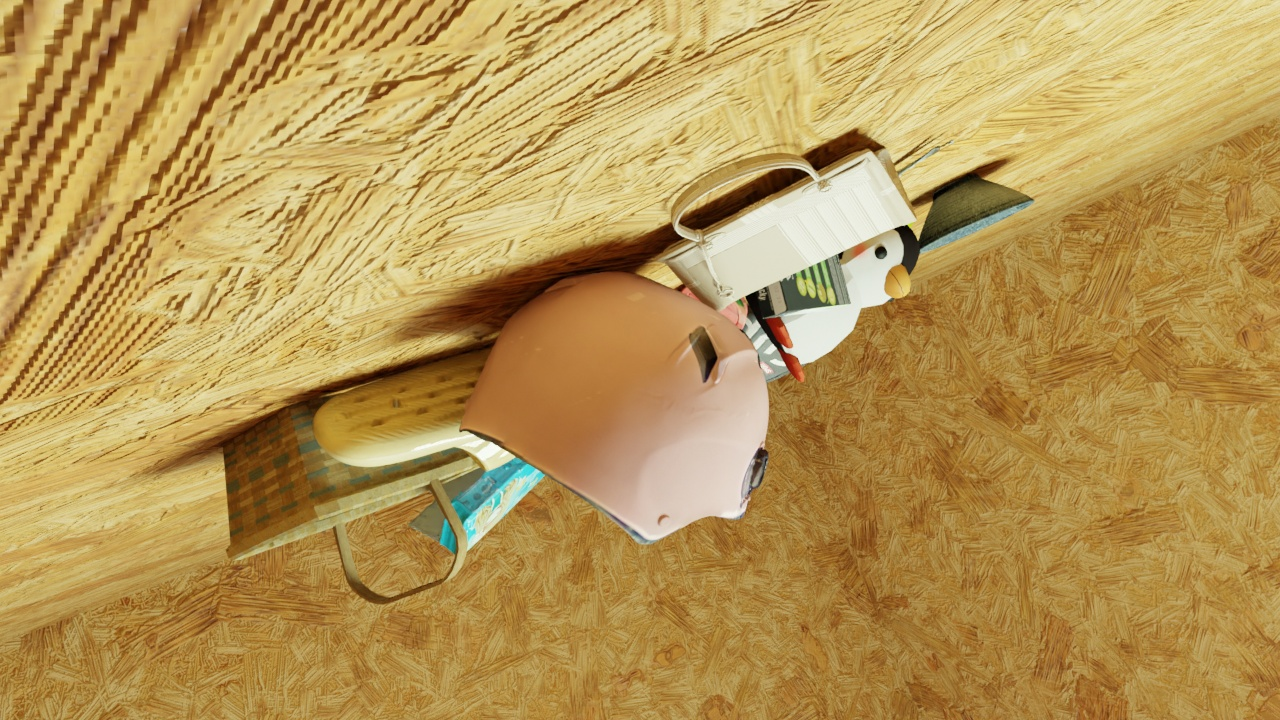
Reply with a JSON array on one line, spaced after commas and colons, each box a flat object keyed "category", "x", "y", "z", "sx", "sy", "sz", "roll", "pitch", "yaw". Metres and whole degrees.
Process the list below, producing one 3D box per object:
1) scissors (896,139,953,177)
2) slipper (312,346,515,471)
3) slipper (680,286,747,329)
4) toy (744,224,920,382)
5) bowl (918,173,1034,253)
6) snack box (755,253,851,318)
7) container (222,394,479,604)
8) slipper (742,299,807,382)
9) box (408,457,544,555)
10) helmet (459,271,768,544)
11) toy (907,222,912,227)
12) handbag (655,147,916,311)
[{"category": "scissors", "x": 0.205, "y": -0.153, "z": 0.807, "sx": 0.118, "sy": 0.014, "sz": 0.161, "roll": -23, "pitch": 178, "yaw": 3}, {"category": "slipper", "x": -0.158, "y": 0.051, "z": 0.810, "sx": 0.260, "sy": 0.111, "sz": 0.079, "roll": -14, "pitch": 132, "yaw": -37}, {"category": "slipper", "x": 0.046, "y": -0.015, "z": 1.047, "sx": 0.058, "sy": 0.103, "sz": 0.250, "roll": -55, "pitch": 179, "yaw": -45}, {"category": "toy", "x": 0.204, "y": -0.094, "z": 0.984, "sx": 0.184, "sy": 0.140, "sz": 0.159, "roll": -32, "pitch": 142, "yaw": 1}, {"category": "bowl", "x": 0.370, "y": -0.176, "z": 1.047, "sx": 0.137, "sy": 0.057, "sz": 0.137, "roll": -22, "pitch": 175, "yaw": -2}, {"category": "snack box", "x": 0.145, "y": -0.084, "z": 0.839, "sx": 0.025, "sy": 0.080, "sz": 0.147, "roll": -16, "pitch": 177, "yaw": 34}, {"category": "container", "x": -0.241, "y": 0.129, "z": 0.855, "sx": 0.158, "sy": 0.186, "sz": 0.249, "roll": -25, "pitch": 175, "yaw": 30}, {"category": "slipper", "x": 0.124, "y": -0.021, "z": 1.139, "sx": 0.264, "sy": 0.111, "sz": 0.063, "roll": -7, "pitch": -134, "yaw": 43}, {"category": "box", "x": -0.164, "y": 0.131, "z": 1.084, "sx": 0.171, "sy": 0.085, "sz": 0.226, "roll": -14, "pitch": -157, "yaw": 48}, {"category": "helmet", "x": -0.004, "y": 0.014, "z": 0.711, "sx": 0.254, "sy": 0.230, "sz": 0.153, "roll": -3, "pitch": 117, "yaw": -56}, {"category": "toy", "x": 0.301, "y": -0.150, "z": 1.155, "sx": 0.094, "sy": 0.036, "sz": 0.093, "roll": -29, "pitch": 170, "yaw": 5}, {"category": "handbag", "x": 0.088, "y": -0.107, "z": 0.652, "sx": 0.176, "sy": 0.062, "sz": 0.197, "roll": -25, "pitch": 166, "yaw": 22}]
